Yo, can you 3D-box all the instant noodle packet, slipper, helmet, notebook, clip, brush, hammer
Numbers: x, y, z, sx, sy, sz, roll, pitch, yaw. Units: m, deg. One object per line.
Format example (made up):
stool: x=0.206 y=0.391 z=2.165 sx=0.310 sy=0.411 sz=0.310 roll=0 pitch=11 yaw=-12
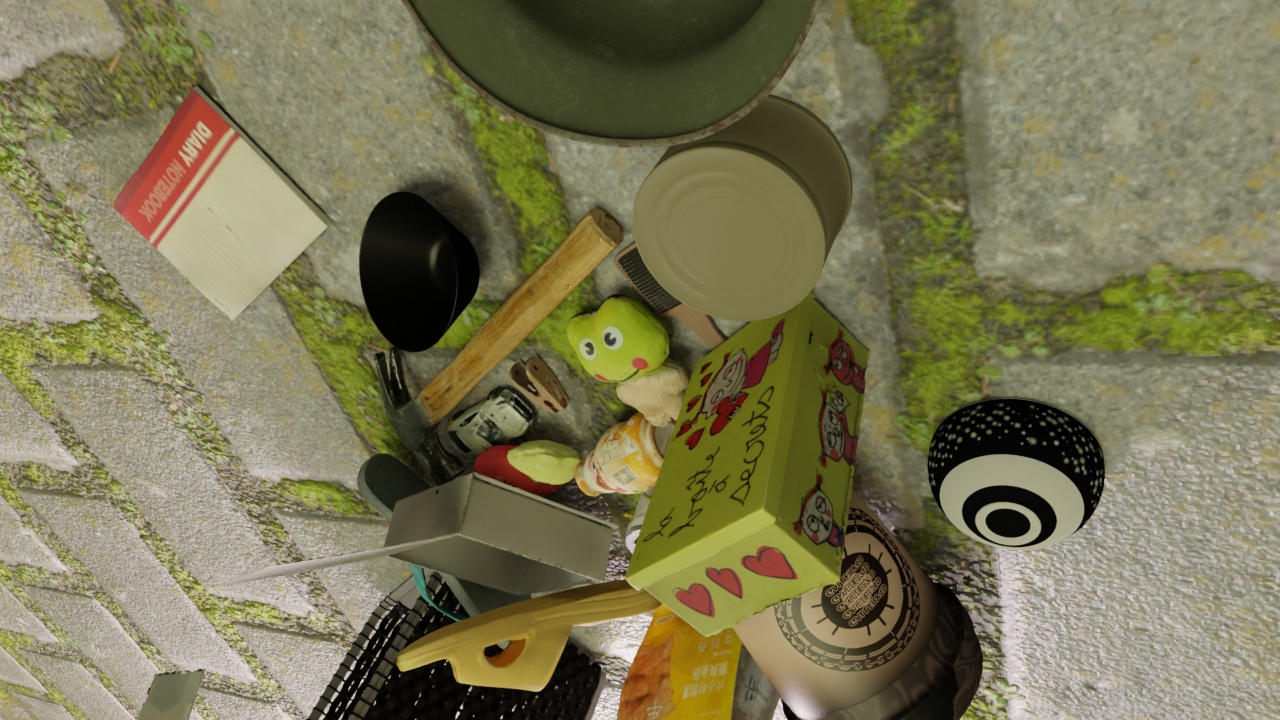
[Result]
instant noodle packet: x=0.051 y=0.327 z=0.859 sx=0.084 sy=0.220 sz=0.163 roll=43 pitch=135 yaw=-17
slipper: x=-0.206 y=0.210 z=0.977 sx=0.055 sy=0.098 sz=0.269 roll=-36 pitch=99 yaw=24
slipper: x=-0.101 y=0.274 z=0.891 sx=0.100 sy=0.263 sz=0.078 roll=158 pitch=101 yaw=-71
helmet: x=-0.002 y=-0.258 z=0.428 sx=0.227 sy=0.153 sz=0.268 roll=10 pitch=136 yaw=17
notebook: x=-0.384 y=-0.132 z=0.829 sx=0.209 sy=0.012 sz=0.153 roll=-28 pitch=111 yaw=40
clip: x=-0.094 y=0.025 z=0.810 sx=0.045 sy=0.025 sz=0.061 roll=-12 pitch=125 yaw=34
brush: x=0.036 y=-0.036 z=0.698 sx=0.050 sy=0.015 sz=0.135 roll=-28 pitch=112 yaw=39
hammer: x=-0.125 y=-0.017 z=0.769 sx=0.332 sy=0.033 sz=0.132 roll=-40 pitch=84 yaw=39

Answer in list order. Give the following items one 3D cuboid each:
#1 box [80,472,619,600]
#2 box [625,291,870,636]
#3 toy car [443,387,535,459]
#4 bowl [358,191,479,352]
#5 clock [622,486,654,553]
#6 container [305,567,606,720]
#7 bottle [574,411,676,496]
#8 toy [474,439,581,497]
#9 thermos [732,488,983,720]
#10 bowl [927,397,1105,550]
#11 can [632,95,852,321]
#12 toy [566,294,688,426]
box: x=-0.232 y=0.156 z=0.803 sx=0.418 sy=0.108 sz=0.167 roll=12 pitch=156 yaw=-35
box: x=0.078 y=0.062 z=0.612 sx=0.079 sy=0.220 sz=0.125 roll=42 pitch=131 yaw=-14
toy car: x=-0.145 y=0.062 z=0.862 sx=0.106 sy=0.032 sz=0.048 roll=-30 pitch=109 yaw=40
bowl: x=-0.165 y=-0.071 z=0.729 sx=0.124 sy=0.052 sz=0.124 roll=8 pitch=103 yaw=39
clock: x=0.044 y=0.156 z=0.824 sx=0.117 sy=0.056 sz=0.083 roll=22 pitch=144 yaw=-7
container: x=-0.222 y=0.412 z=1.058 sx=0.243 sy=0.244 sz=0.248 roll=37 pitch=135 yaw=-12
bottle: x=-0.012 y=0.085 z=0.792 sx=0.063 sy=0.063 sz=0.109 roll=47 pitch=133 yaw=-16
toy: x=-0.115 y=0.106 z=0.859 sx=0.135 sy=0.045 sz=0.091 roll=-25 pitch=145 yaw=34
thermos: x=0.142 y=0.183 z=0.735 sx=0.173 sy=0.172 sz=0.226 roll=-27 pitch=106 yaw=40
bowl: x=0.265 y=0.094 z=0.657 sx=0.120 sy=0.066 sz=0.120 roll=14 pitch=133 yaw=16
can: x=0.065 y=-0.096 z=0.590 sx=0.128 sy=0.073 sz=0.128 roll=14 pitch=133 yaw=16
toy: x=-0.004 y=0.004 z=0.727 sx=0.092 sy=0.043 sz=0.118 roll=-24 pitch=105 yaw=44
